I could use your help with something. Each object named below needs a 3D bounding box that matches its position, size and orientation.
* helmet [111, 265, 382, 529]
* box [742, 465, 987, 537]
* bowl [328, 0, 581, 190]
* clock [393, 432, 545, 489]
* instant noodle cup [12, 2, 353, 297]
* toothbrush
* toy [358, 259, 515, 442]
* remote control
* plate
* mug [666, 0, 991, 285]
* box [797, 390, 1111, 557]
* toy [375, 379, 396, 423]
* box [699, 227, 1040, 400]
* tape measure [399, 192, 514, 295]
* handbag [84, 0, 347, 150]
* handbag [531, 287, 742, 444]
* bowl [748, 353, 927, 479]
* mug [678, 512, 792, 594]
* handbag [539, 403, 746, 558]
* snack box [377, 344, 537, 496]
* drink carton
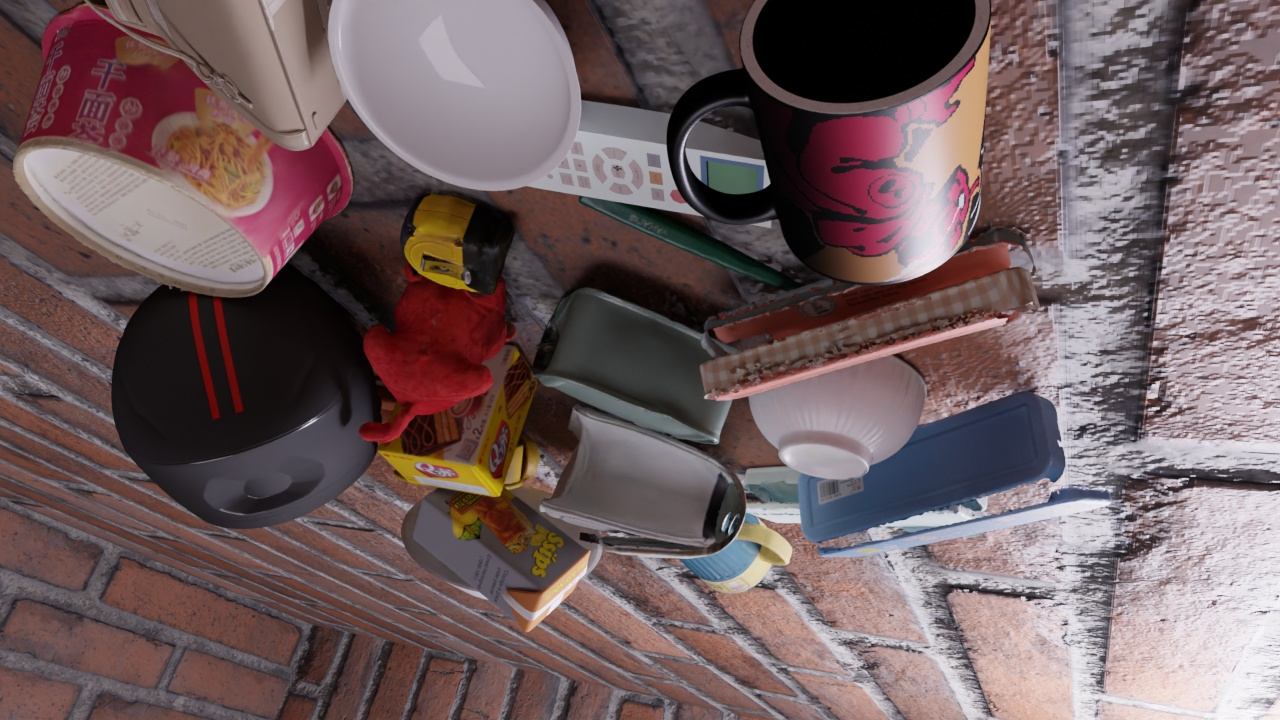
[{"bbox_3d":[-0.274,0.014,0.642,0.164,0.170,0.265,-17,-158,-15],"label":"helmet"},{"bbox_3d":[0.179,0.113,0.755,0.199,0.066,0.083,-9,170,41],"label":"box"},{"bbox_3d":[-0.072,-0.130,0.391,0.110,0.040,0.110,12,139,10],"label":"bowl"},{"bbox_3d":[-0.157,0.088,0.838,0.114,0.052,0.151,6,-179,18],"label":"clock"},{"bbox_3d":[-0.263,-0.103,0.520,0.179,0.077,0.179,13,155,6],"label":"instant noodle cup"},{"bbox_3d":[0.055,-0.056,0.505,0.189,0.016,0.017,22,156,-14],"label":"toothbrush"},{"bbox_3d":[-0.134,0.004,0.617,0.088,0.132,0.094,25,165,7],"label":"toy"},{"bbox_3d":[-0.005,-0.100,0.442,0.143,0.024,0.050,12,154,12],"label":"remote control"},{"bbox_3d":[-0.123,0.168,0.808,0.174,0.173,0.036,13,111,5],"label":"plate"},{"bbox_3d":[0.069,-0.086,0.350,0.118,0.081,0.098,-11,148,12],"label":"mug"},{"bbox_3d":[0.206,0.085,0.635,0.077,0.074,0.210,13,153,-35],"label":"box"},{"bbox_3d":[-0.260,0.038,0.840,0.128,0.065,0.095,3,157,2],"label":"toy"},{"bbox_3d":[0.116,-0.026,0.493,0.189,0.062,0.058,-16,160,31],"label":"box"},{"bbox_3d":[-0.112,-0.068,0.552,0.064,0.037,0.066,19,154,-9],"label":"tape measure"},{"bbox_3d":[-0.223,-0.193,0.363,0.198,0.062,0.176,23,155,5],"label":"handbag"},{"bbox_3d":[-0.004,0.003,0.598,0.122,0.067,0.106,22,169,-11],"label":"handbag"},{"bbox_3d":[0.125,0.040,0.607,0.118,0.062,0.118,13,154,6],"label":"bowl"},{"bbox_3d":[0.082,0.163,0.857,0.114,0.083,0.107,4,149,36],"label":"mug"},{"bbox_3d":[-0.004,0.105,0.721,0.142,0.096,0.199,21,169,-1],"label":"handbag"},{"bbox_3d":[-0.138,0.041,0.708,0.084,0.105,0.061,7,151,17],"label":"snack box"},{"bbox_3d":[-0.110,0.146,0.723,0.125,0.076,0.049,34,124,17],"label":"drink carton"}]
